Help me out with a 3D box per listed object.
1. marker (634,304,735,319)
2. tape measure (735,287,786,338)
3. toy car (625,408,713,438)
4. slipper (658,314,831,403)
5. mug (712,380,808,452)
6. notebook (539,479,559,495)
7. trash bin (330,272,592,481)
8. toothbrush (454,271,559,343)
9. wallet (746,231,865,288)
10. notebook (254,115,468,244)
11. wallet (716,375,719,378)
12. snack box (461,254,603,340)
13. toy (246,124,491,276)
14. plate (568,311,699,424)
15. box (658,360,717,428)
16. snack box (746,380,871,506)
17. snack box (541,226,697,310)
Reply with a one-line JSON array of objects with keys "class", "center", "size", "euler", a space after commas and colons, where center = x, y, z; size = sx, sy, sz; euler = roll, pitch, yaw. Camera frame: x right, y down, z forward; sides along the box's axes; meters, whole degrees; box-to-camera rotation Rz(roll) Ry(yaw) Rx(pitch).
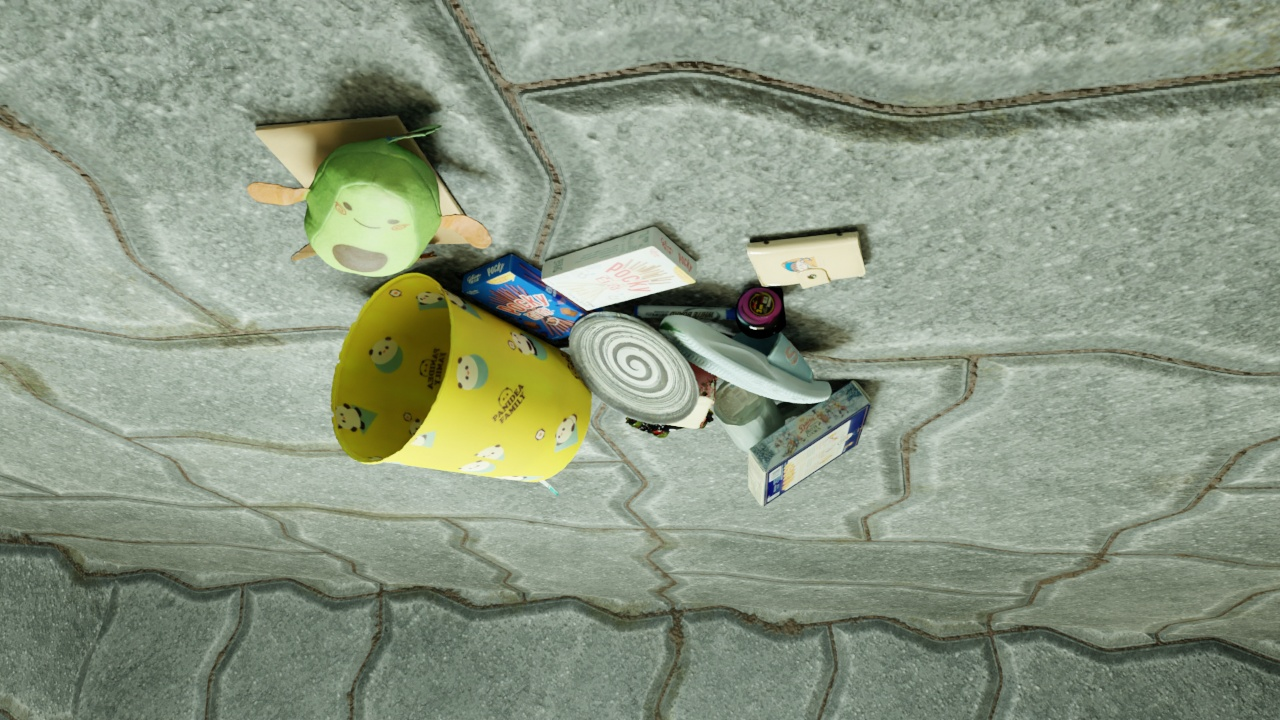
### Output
[{"class": "marker", "center": [0.065, -0.058, 1.107], "size": [0.146, 0.016, 0.017], "euler": [2, 156, 7]}, {"class": "tape measure", "center": [0.138, -0.054, 1.053], "size": [0.058, 0.057, 0.039], "euler": [-5, 156, 2]}, {"class": "toy car", "center": [0.045, 0.084, 1.394], "size": [0.071, 0.041, 0.156], "euler": [26, 151, -39]}, {"class": "slipper", "center": [0.131, -0.010, 1.125], "size": [0.245, 0.074, 0.104], "euler": [25, 169, -29]}, {"class": "mug", "center": [0.172, 0.067, 1.306], "size": [0.124, 0.083, 0.103], "euler": [-29, 147, 8]}, {"class": "notebook", "center": [-0.222, 0.128, 1.435], "size": [0.209, 0.012, 0.150], "euler": [36, 169, 25]}, {"class": "trash bin", "center": [-0.213, 0.041, 1.150], "size": [0.230, 0.229, 0.255], "euler": [-15, 155, 37]}, {"class": "toothbrush", "center": [-0.162, -0.063, 1.141], "size": [0.014, 0.016, 0.189], "euler": [-17, 147, 31]}, {"class": "wallet", "center": [0.178, -0.104, 0.976], "size": [0.115, 0.024, 0.087], "euler": [-5, 155, 19]}, {"class": "notebook", "center": [-0.267, -0.173, 0.926], "size": [0.148, 0.008, 0.208], "euler": [-1, 155, 13]}, {"class": "wallet", "center": [0.087, -0.005, 1.220], "size": [0.101, 0.020, 0.116], "euler": [15, 157, -23]}, {"class": "snack box", "center": [-0.127, -0.072, 1.100], "size": [0.085, 0.026, 0.157], "euler": [-16, 149, 37]}, {"class": "toy", "center": [-0.257, -0.139, 0.883], "size": [0.226, 0.089, 0.247], "euler": [6, 159, -19]}, {"class": "plate", "center": [-0.007, 0.007, 1.123], "size": [0.179, 0.024, 0.180], "euler": [20, 141, 18]}, {"class": "box", "center": [0.054, 0.050, 1.241], "size": [0.091, 0.076, 0.168], "euler": [7, 162, -1]}, {"class": "snack box", "center": [0.240, 0.125, 1.329], "size": [0.182, 0.045, 0.178], "euler": [-32, 156, -8]}, {"class": "snack box", "center": [-0.025, -0.099, 1.021], "size": [0.157, 0.026, 0.084], "euler": [-12, 151, 34]}]
